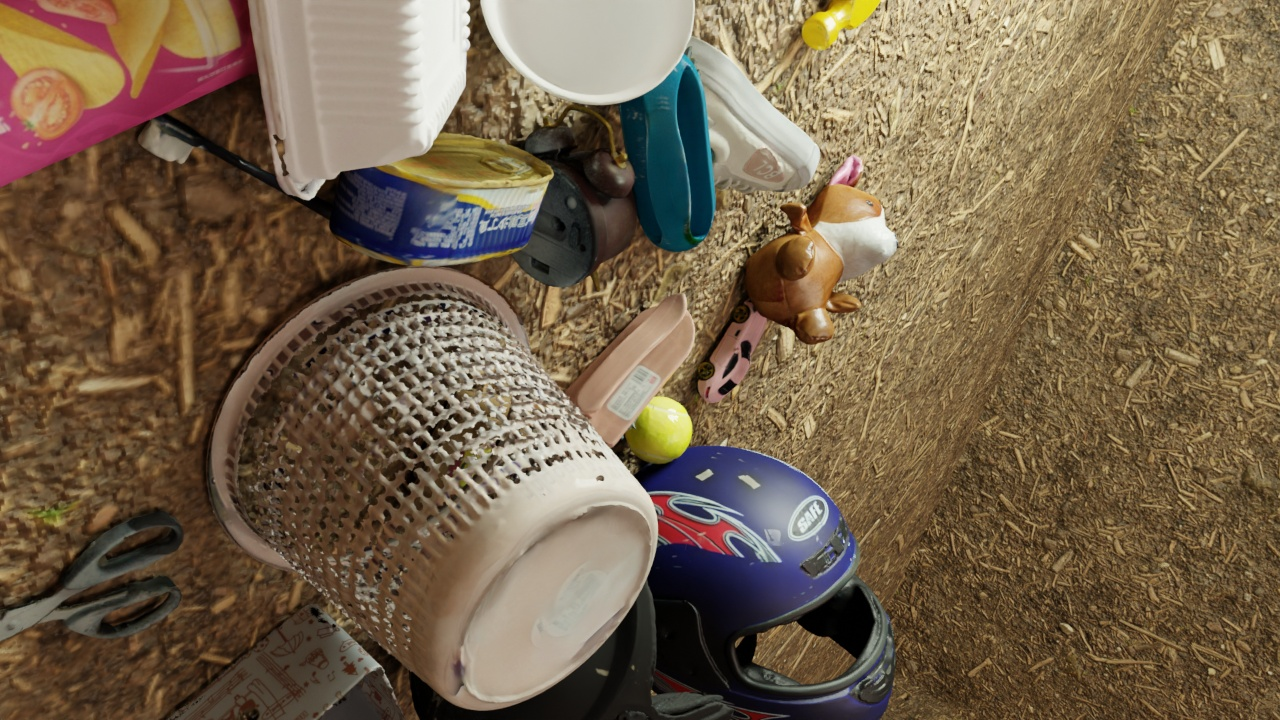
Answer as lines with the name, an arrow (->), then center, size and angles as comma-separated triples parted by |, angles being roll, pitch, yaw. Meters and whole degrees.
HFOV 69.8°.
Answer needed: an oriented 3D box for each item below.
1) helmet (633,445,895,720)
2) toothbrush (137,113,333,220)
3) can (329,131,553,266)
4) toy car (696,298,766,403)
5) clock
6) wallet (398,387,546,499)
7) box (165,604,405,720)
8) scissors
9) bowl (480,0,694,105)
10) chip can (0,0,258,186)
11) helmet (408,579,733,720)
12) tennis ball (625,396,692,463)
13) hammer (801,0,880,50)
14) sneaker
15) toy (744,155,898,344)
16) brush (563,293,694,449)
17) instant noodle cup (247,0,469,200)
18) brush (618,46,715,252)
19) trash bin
helmet -> 0.102, 0.213, 0.912 | 0.246, 0.316, 0.241 | -37, 134, -48
toothbrush -> -0.177, -0.082, 0.475 | 0.018, 0.015, 0.181 | -54, 152, 5
can -> -0.106, -0.091, 0.509 | 0.147, 0.074, 0.049 | -27, 143, -62
toy car -> 0.102, -0.008, 0.987 | 0.122, 0.037, 0.056 | -59, 154, -1
clock -> -0.045, -0.105, 0.597 | 0.055, 0.082, 0.122 | -34, 145, -46
wallet -> -0.123, 0.066, 0.700 | 0.115, 0.033, 0.090 | 18, 104, -58
box -> -0.248, 0.328, 0.678 | 0.178, 0.105, 0.261 | -40, 147, -30
scissors -> -0.316, 0.126, 0.468 | 0.156, 0.014, 0.168 | -53, 150, -7
bowl -> -0.035, -0.195, 0.523 | 0.118, 0.118, 0.065 | -52, -169, -11
chip can -> -0.236, -0.089, 0.309 | 0.210, 0.071, 0.071 | -40, 148, -31
helmet -> -0.070, 0.225, 0.733 | 0.229, 0.233, 0.275 | -18, 139, -19
tennis ball -> 0.018, 0.068, 0.894 | 0.065, 0.065, 0.066 | -39, 147, -32
hammer -> 0.180, -0.400, 0.715 | 0.128, 0.033, 0.301 | -45, 150, -25
sneaker -> 0.068, -0.160, 0.717 | 0.091, 0.089, 0.242 | -60, 152, 8
toy -> 0.200, -0.116, 0.959 | 0.199, 0.131, 0.140 | -45, 131, -38
brush -> -0.005, 0.005, 0.794 | 0.145, 0.063, 0.073 | -48, 161, -20
instant noodle cup -> -0.109, -0.165, 0.380 | 0.137, 0.060, 0.174 | -84, 180, -52
brush -> 0.018, -0.129, 0.589 | 0.073, 0.055, 0.144 | -87, 170, -49
trash bin -> -0.104, 0.084, 0.540 | 0.226, 0.192, 0.228 | -29, 137, -31
